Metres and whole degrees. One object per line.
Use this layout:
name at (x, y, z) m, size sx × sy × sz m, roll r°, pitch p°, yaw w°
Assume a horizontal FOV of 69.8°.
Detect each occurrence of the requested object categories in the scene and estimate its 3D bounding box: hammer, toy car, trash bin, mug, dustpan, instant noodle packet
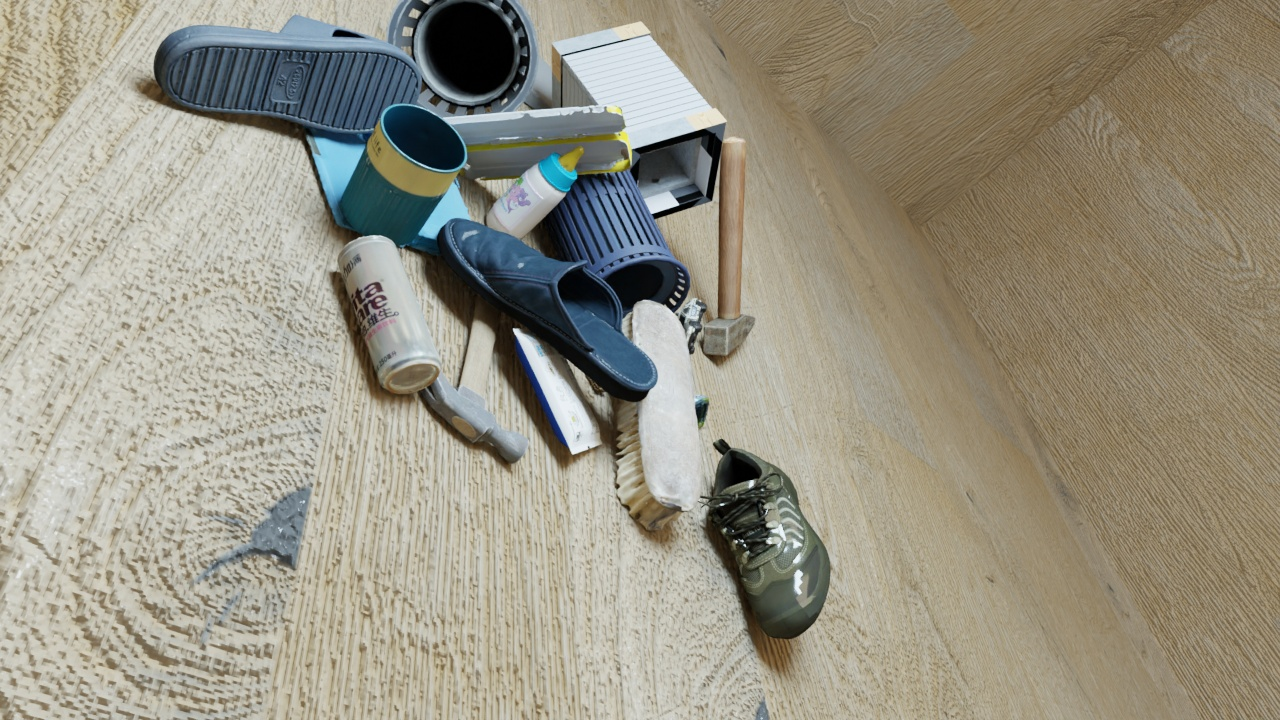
hammer at (-0.152, -0.041, 0.921) m, size 0.119 × 0.031 × 0.330 m, roll 38°, pitch 29°, yaw -25°
toy car at (0.064, -0.048, 1.261) m, size 0.040 × 0.049 × 0.112 m, roll 16°, pitch 30°, yaw 1°
hammer at (0.133, -0.169, 1.328) m, size 0.157 × 0.037 × 0.301 m, roll -33°, pitch 126°, yaw -64°
trash bin at (-0.199, -0.377, 1.106) m, size 0.164 × 0.164 × 0.227 m, roll 42°, pitch 14°, yaw -17°
trash bin at (-0.011, -0.338, 1.305) m, size 0.142 × 0.143 × 0.246 m, roll -21°, pitch 57°, yaw -19°
trash bin at (-0.049, -0.165, 1.127) m, size 0.139 × 0.140 × 0.249 m, roll 19°, pitch 38°, yaw -47°
mug at (-0.218, -0.179, 0.857) m, size 0.083 × 0.108 × 0.113 m, roll 27°, pitch 40°, yaw -18°
toy car at (0.059, 0.065, 1.115) m, size 0.027 × 0.039 × 0.089 m, roll 15°, pitch 13°, yaw 23°
dustpan at (-0.199, -0.459, 1.401) m, size 0.257 × 0.033 × 0.163 m, roll 37°, pitch 27°, yaw -45°
instant noodle packet at (-0.081, 0.028, 0.920) m, size 0.134 × 0.026 × 0.087 m, roll 64°, pitch 16°, yaw 6°

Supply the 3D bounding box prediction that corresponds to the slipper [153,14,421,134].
slipper at (-0.326, -0.281, 0.861) m, size 0.262 × 0.101 × 0.082 m, roll -11°, pitch 56°, yaw -50°

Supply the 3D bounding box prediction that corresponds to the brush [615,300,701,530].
brush at (0.018, 0.050, 0.993) m, size 0.083 × 0.057 × 0.270 m, roll 21°, pitch 47°, yaw -30°

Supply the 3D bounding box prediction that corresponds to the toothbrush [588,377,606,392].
toothbrush at (-0.079, -0.034, 1.044) m, size 0.016 × 0.016 × 0.166 m, roll 3°, pitch 53°, yaw -57°

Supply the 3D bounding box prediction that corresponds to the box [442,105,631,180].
box at (-0.117, -0.245, 1.034) m, size 0.129 × 0.210 × 0.034 m, roll 66°, pitch 23°, yaw -73°

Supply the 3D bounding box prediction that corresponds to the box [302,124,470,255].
box at (-0.270, -0.208, 0.955) m, size 0.174 × 0.034 × 0.231 m, roll 7°, pitch 49°, yaw -51°

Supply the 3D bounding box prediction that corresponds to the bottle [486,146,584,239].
bottle at (-0.115, -0.194, 1.044) m, size 0.051 × 0.146 × 0.051 m, roll 37°, pitch 29°, yaw -26°

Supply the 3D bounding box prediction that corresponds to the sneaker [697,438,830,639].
sneaker at (0.125, 0.171, 0.988) m, size 0.143 × 0.101 × 0.237 m, roll 47°, pitch 19°, yaw -32°

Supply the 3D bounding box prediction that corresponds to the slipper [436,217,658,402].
slipper at (-0.077, -0.072, 0.917) m, size 0.265 × 0.084 × 0.108 m, roll 38°, pitch 28°, yaw -1°

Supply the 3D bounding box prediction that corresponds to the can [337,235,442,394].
can at (-0.215, -0.039, 0.787) m, size 0.054 × 0.054 × 0.135 m, roll 10°, pitch 47°, yaw -54°
